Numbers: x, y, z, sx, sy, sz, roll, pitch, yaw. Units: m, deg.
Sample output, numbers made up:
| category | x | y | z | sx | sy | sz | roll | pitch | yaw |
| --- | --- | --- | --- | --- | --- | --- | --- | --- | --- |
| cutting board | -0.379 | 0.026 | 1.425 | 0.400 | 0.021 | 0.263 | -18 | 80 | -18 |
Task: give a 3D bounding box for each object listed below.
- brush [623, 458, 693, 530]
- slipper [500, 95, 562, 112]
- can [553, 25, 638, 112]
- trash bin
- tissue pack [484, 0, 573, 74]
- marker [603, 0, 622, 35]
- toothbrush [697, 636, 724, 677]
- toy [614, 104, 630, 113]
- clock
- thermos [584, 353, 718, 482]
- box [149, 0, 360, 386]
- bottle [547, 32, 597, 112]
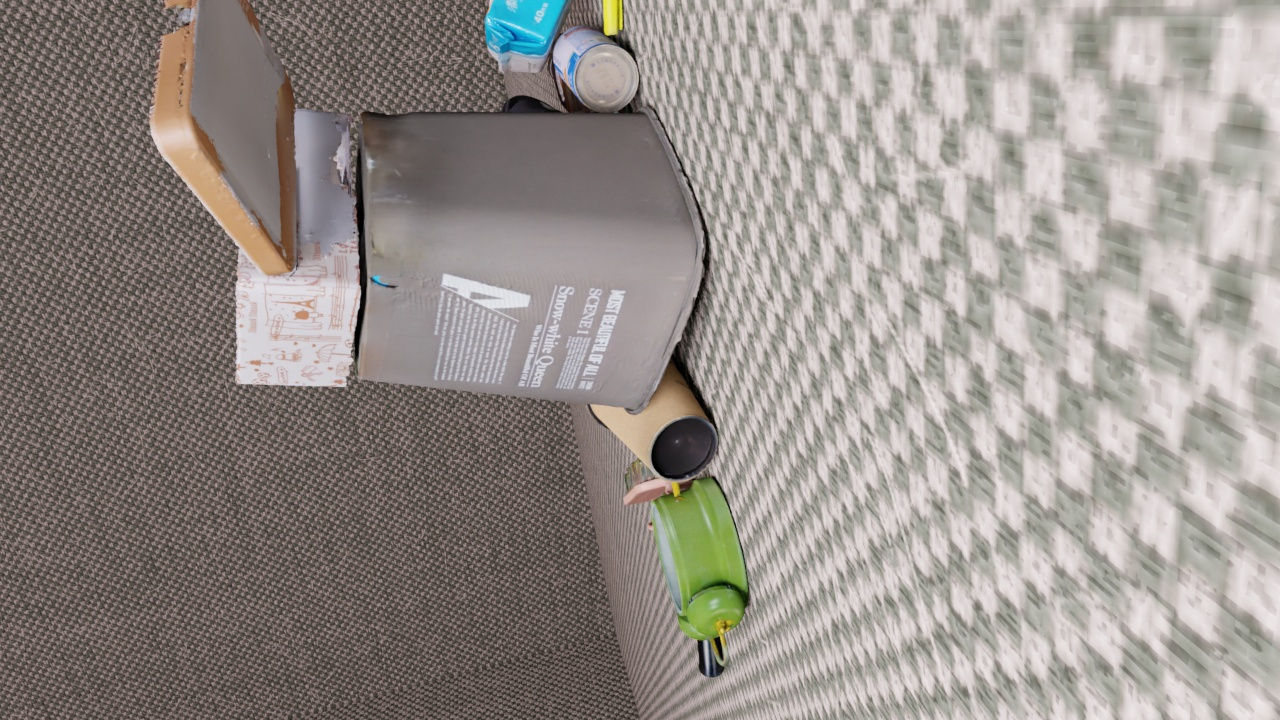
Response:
| category | x | y | z | sx | sy | sz | roll | pitch | yaw |
| --- | --- | --- | --- | --- | --- | --- | --- | --- | --- |
| brush | 0.020 | 0.132 | 0.925 | 0.146 | 0.063 | 0.073 | 115 | 146 | -75 |
| slipper | -0.085 | -0.231 | 1.043 | 0.084 | 0.110 | 0.267 | -55 | 40 | 38 |
| can | -0.041 | -0.250 | 0.779 | 0.134 | 0.053 | 0.053 | -116 | 15 | -61 |
| trash bin | -0.096 | -0.077 | 0.681 | 0.200 | 0.219 | 0.198 | 112 | 150 | -43 |
| tissue pack | -0.093 | -0.327 | 0.814 | 0.090 | 0.063 | 0.140 | -165 | 99 | -82 |
| marker | -0.022 | -0.307 | 0.701 | 0.124 | 0.015 | 0.018 | 91 | 164 | -49 |
| toothbrush | 0.061 | 0.220 | 0.893 | 0.026 | 0.027 | 0.213 | -99 | 1 | -65 |
| toy | -0.014 | -0.178 | 0.800 | 0.092 | 0.030 | 0.096 | 102 | 162 | -61 |
| clock | 0.052 | 0.178 | 0.781 | 0.116 | 0.056 | 0.161 | 96 | 160 | -70 |
| thermos | 0.010 | 0.041 | 0.783 | 0.143 | 0.093 | 0.093 | -132 | 29 | -58 |
| box | -0.244 | -0.116 | 0.610 | 0.273 | 0.106 | 0.177 | 101 | 160 | -56 |
| bottle | -0.071 | -0.303 | 0.960 | 0.194 | 0.044 | 0.080 | -117 | 20 | -66 |
